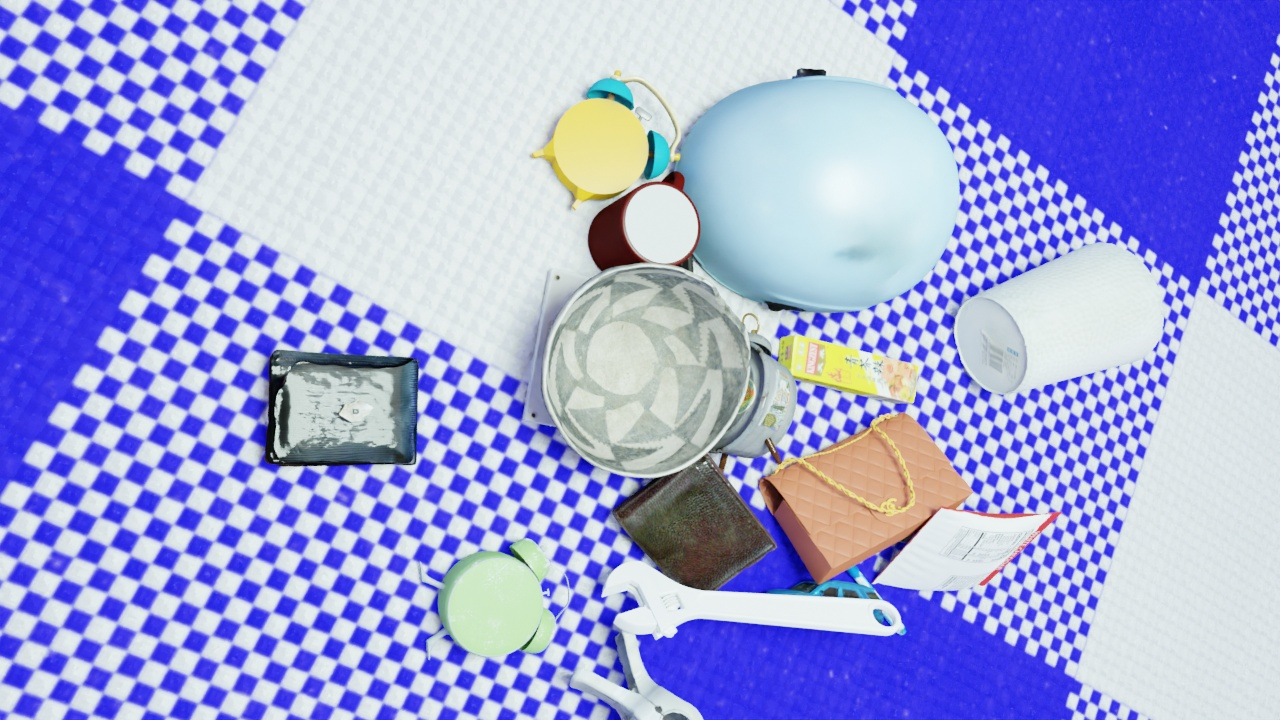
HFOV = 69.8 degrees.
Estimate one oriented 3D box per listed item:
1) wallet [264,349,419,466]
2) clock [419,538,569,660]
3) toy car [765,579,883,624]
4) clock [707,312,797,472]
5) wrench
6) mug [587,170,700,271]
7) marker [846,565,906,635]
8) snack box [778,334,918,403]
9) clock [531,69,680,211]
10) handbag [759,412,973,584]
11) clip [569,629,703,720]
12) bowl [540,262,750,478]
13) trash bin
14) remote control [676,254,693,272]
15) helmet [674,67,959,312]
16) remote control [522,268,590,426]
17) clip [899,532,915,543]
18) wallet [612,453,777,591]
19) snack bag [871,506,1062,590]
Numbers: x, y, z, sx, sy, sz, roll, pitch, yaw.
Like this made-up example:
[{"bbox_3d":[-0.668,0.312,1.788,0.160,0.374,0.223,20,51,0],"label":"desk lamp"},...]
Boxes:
[{"bbox_3d":[-0.233,0.039,0.722,0.114,0.026,0.089,3,86,-22],"label":"wallet"},{"bbox_3d":[-0.116,0.198,0.752,0.119,0.043,0.094,-6,90,-23],"label":"clock"},{"bbox_3d":[0.172,0.229,0.865,0.120,0.056,0.043,10,77,-24],"label":"toy car"},{"bbox_3d":[0.092,0.025,0.822,0.056,0.104,0.147,23,63,-29],"label":"clock"},{"bbox_3d":[0.101,0.215,0.796,0.273,0.018,0.066,8,43,-13],"label":"wrench"},{"bbox_3d":[0.010,-0.124,0.802,0.073,0.083,0.105,35,74,-17],"label":"mug"},{"bbox_3d":[0.220,0.219,0.905,0.013,0.013,0.142,-43,103,-19],"label":"marker"},{"bbox_3d":[0.205,0.010,0.903,0.148,0.029,0.040,12,81,-21],"label":"snack box"},{"bbox_3d":[-0.026,-0.194,0.814,0.129,0.044,0.099,-38,97,-12],"label":"clock"},{"bbox_3d":[0.214,0.120,0.871,0.171,0.060,0.109,-21,63,-22],"label":"handbag"},{"bbox_3d":[0.008,0.296,0.761,0.075,0.125,0.144,-40,77,-24],"label":"clip"},{"bbox_3d":[-0.005,0.005,0.776,0.178,0.081,0.178,-2,97,-19],"label":"bowl"},{"bbox_3d":[0.424,-0.038,0.949,0.161,0.133,0.133,-18,93,-18],"label":"trash bin"},{"bbox_3d":[0.039,-0.040,0.838,0.009,0.030,0.140,-2,87,-42],"label":"remote control"},{"bbox_3d":[0.168,-0.153,0.830,0.265,0.167,0.225,4,94,-13],"label":"helmet"},{"bbox_3d":[-0.067,-0.010,0.802,0.050,0.011,0.135,12,82,-21],"label":"remote control"},{"bbox_3d":[0.276,0.153,0.924,0.076,0.045,0.023,-42,100,-18],"label":"clip"},{"bbox_3d":[0.049,0.147,0.812,0.099,0.031,0.120,-37,104,8],"label":"wallet"},{"bbox_3d":[0.319,0.187,0.898,0.144,0.131,0.039,6,43,-22],"label":"snack bag"}]
